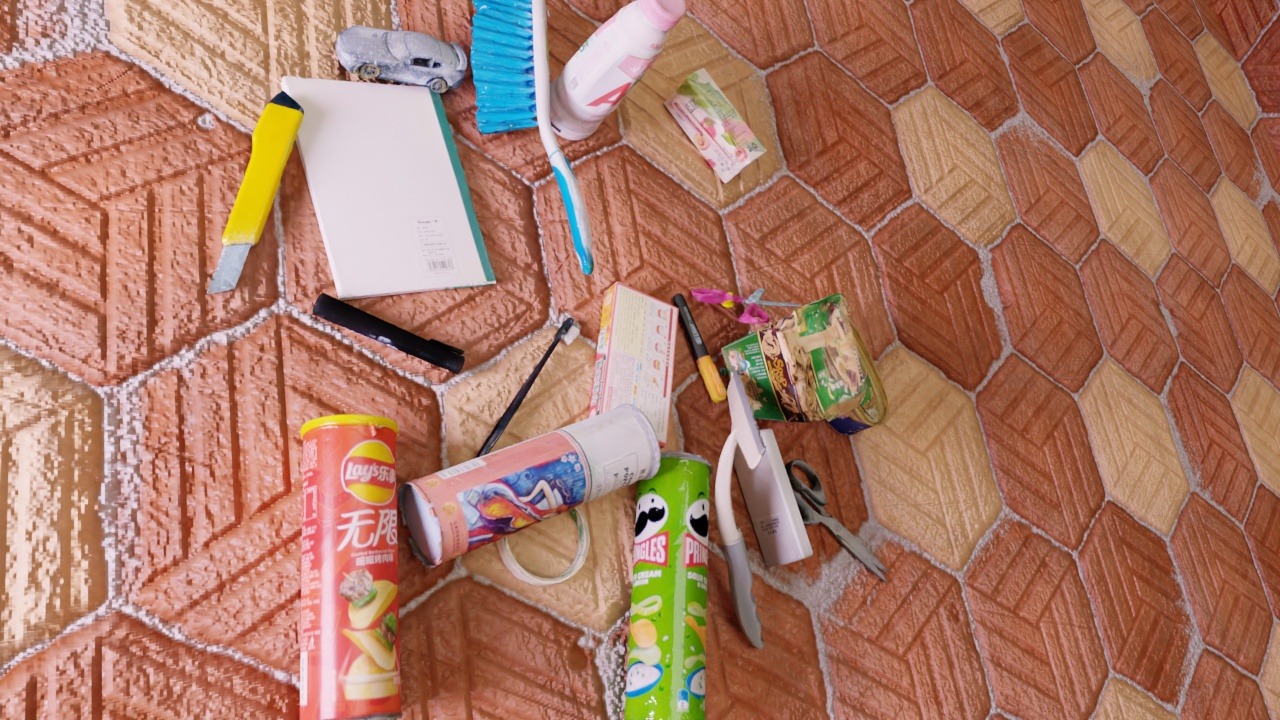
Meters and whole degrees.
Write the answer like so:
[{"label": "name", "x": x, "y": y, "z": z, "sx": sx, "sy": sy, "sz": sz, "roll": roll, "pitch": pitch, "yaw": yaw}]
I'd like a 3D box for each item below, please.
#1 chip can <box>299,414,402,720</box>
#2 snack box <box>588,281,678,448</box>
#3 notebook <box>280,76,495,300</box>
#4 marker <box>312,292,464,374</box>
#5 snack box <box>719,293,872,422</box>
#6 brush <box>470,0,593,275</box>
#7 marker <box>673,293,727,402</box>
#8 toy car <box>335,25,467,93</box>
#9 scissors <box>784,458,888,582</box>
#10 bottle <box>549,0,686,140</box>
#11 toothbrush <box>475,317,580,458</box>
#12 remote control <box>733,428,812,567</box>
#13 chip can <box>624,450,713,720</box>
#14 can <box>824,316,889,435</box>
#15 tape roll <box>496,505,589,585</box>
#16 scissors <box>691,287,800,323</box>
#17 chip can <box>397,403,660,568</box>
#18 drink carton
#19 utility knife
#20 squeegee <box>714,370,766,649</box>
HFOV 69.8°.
[{"label": "chip can", "x": -0.210, "y": 0.149, "z": 0.664, "sx": 0.073, "sy": 0.073, "sz": 0.216, "roll": 7, "pitch": 67, "yaw": -33}, {"label": "snack box", "x": -0.005, "y": 0.005, "z": 0.901, "sx": 0.077, "sy": 0.027, "sz": 0.155, "roll": 21, "pitch": 59, "yaw": -26}, {"label": "notebook", "x": -0.224, "y": -0.158, "z": 0.827, "sx": 0.150, "sy": 0.012, "sz": 0.209, "roll": -10, "pitch": 76, "yaw": -38}, {"label": "marker", "x": -0.210, "y": -0.023, "z": 0.773, "sx": 0.132, "sy": 0.020, "sz": 0.022, "roll": 25, "pitch": 69, "yaw": -25}, {"label": "snack box", "x": 0.156, "y": 0.005, "z": 0.959, "sx": 0.117, "sy": 0.106, "sz": 0.118, "roll": -19, "pitch": 95, "yaw": -40}, {"label": "brush", "x": -0.106, "y": -0.227, "z": 0.888, "sx": 0.109, "sy": 0.060, "sz": 0.314, "roll": -3, "pitch": 74, "yaw": -2}, {"label": "marker", "x": 0.062, "y": -0.014, "z": 0.965, "sx": 0.018, "sy": 0.015, "sz": 0.123, "roll": -13, "pitch": 76, "yaw": -43}, {"label": "toy car", "x": -0.223, "y": -0.287, "z": 0.861, "sx": 0.120, "sy": 0.037, "sz": 0.054, "roll": -2, "pitch": 57, "yaw": -32}, {"label": "scissors", "x": 0.213, "y": 0.173, "z": 0.993, "sx": 0.173, "sy": 0.014, "sz": 0.140, "roll": 10, "pitch": 66, "yaw": -32}, {"label": "bottle", "x": -0.028, "y": -0.293, "z": 0.904, "sx": 0.068, "sy": 0.197, "sz": 0.068, "roll": 14, "pitch": 63, "yaw": -30}, {"label": "toothbrush", "x": -0.100, "y": 0.024, "z": 0.832, "sx": 0.018, "sy": 0.016, "sz": 0.180, "roll": 48, "pitch": 49, "yaw": -20}, {"label": "remote control", "x": 0.130, "y": 0.137, "z": 0.921, "sx": 0.019, "sy": 0.056, "sz": 0.135, "roll": -8, "pitch": 75, "yaw": -38}, {"label": "chip can", "x": 0.026, "y": 0.202, "z": 0.810, "sx": 0.072, "sy": 0.072, "sz": 0.235, "roll": 18, "pitch": 61, "yaw": -28}, {"label": "can", "x": 0.226, "y": 0.012, "z": 1.047, "sx": 0.074, "sy": 0.049, "sz": 0.148, "roll": -22, "pitch": 84, "yaw": -39}, {"label": "tape roll", "x": -0.084, "y": 0.150, "z": 0.792, "sx": 0.085, "sy": 0.014, "sz": 0.085, "roll": 14, "pitch": 63, "yaw": -30}, {"label": "scissors", "x": 0.123, "y": -0.061, "z": 0.994, "sx": 0.133, "sy": 0.124, "sz": 0.017, "roll": 3, "pitch": 113, "yaw": -26}, {"label": "chip can", "x": -0.087, "y": 0.098, "z": 0.756, "sx": 0.214, "sy": 0.071, "sz": 0.071, "roll": -17, "pitch": 81, "yaw": -35}, {"label": "drink carton", "x": 0.085, "y": -0.272, "z": 1.068, "sx": 0.122, "sy": 0.054, "sz": 0.045, "roll": 52, "pitch": 51, "yaw": -5}, {"label": "utility knife", "x": -0.315, "y": -0.138, "z": 0.749, "sx": 0.033, "sy": 0.015, "sz": 0.196, "roll": 13, "pitch": 66, "yaw": -9}, {"label": "squeegee", "x": 0.090, "y": 0.157, "z": 0.851, "sx": 0.039, "sy": 0.246, "sz": 0.247, "roll": -5, "pitch": 104, "yaw": 2}]
